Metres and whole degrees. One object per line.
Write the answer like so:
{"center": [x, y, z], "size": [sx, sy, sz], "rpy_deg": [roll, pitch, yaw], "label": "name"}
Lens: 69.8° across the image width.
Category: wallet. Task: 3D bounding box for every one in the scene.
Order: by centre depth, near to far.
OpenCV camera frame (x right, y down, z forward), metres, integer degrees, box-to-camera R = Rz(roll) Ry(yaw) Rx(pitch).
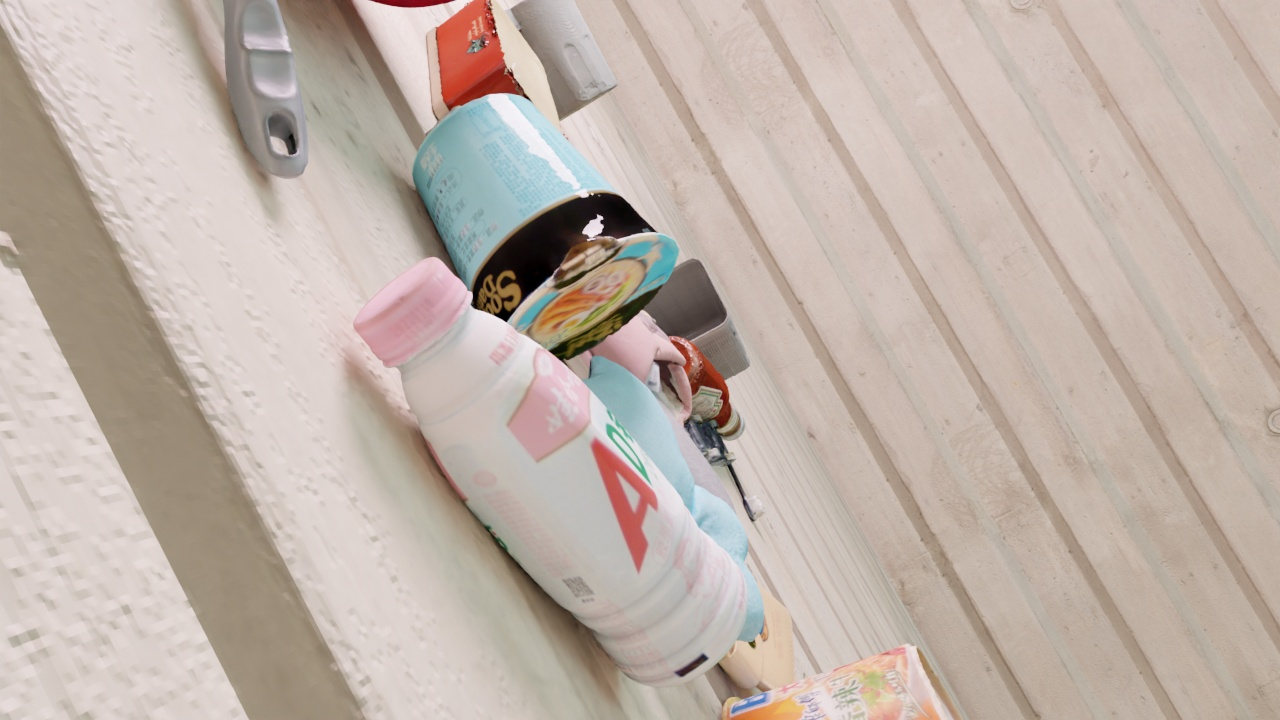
{"center": [0.059, 0.163, 0.576], "size": [0.115, 0.024, 0.087], "rpy_deg": [46, 23, -29], "label": "wallet"}

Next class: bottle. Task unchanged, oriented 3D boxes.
{"center": [-0.033, 0.047, 0.364], "size": [0.197, 0.068, 0.068], "rpy_deg": [53, 12, -24], "label": "bottle"}
{"center": [0.059, 0.036, 0.872], "size": [0.059, 0.060, 0.206], "rpy_deg": [65, 11, 26], "label": "bottle"}

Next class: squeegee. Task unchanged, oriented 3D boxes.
{"center": [-0.157, -0.185, 0.358], "size": [0.246, 0.039, 0.246], "rpy_deg": [-7, 85, -34], "label": "squeegee"}

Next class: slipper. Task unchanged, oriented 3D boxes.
{"center": [-0.004, 0.004, 0.610], "size": [0.274, 0.054, 0.114], "rpy_deg": [59, 12, 29], "label": "slipper"}

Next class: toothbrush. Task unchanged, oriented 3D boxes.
{"center": [0.090, 0.093, 0.992], "size": [0.015, 0.018, 0.181], "rpy_deg": [39, 22, -56], "label": "toothbrush"}

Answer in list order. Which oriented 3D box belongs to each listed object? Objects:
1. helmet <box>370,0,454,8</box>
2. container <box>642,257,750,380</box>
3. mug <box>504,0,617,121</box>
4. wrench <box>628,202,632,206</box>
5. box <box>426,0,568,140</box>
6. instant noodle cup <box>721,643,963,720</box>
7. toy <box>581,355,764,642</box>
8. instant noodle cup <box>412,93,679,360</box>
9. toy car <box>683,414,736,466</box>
{"center": [-0.153, -0.291, 0.515], "size": [0.207, 0.144, 0.239], "rpy_deg": [40, 45, -37], "label": "helmet"}
{"center": [0.054, -0.027, 0.945], "size": [0.114, 0.090, 0.090], "rpy_deg": [50, 14, -56], "label": "container"}
{"center": [-0.088, -0.272, 0.836], "size": [0.103, 0.084, 0.123], "rpy_deg": [59, 38, -14], "label": "mug"}
{"center": [-0.022, -0.073, 0.818], "size": [0.016, 0.056, 0.272], "rpy_deg": [51, 17, -30], "label": "wrench"}
{"center": [-0.104, -0.212, 0.703], "size": [0.091, 0.079, 0.168], "rpy_deg": [51, 14, -39], "label": "box"}
{"center": [0.128, 0.232, 0.493], "size": [0.151, 0.111, 0.151], "rpy_deg": [57, 11, -17], "label": "instant noodle cup"}
{"center": [0.002, 0.071, 0.480], "size": [0.156, 0.050, 0.161], "rpy_deg": [32, 36, -32], "label": "toy"}
{"center": [-0.058, -0.074, 0.486], "size": [0.120, 0.111, 0.111], "rpy_deg": [55, 8, 16], "label": "instant noodle cup"}
{"center": [0.056, 0.075, 0.815], "size": [0.043, 0.034, 0.090], "rpy_deg": [66, 13, 16], "label": "toy car"}
